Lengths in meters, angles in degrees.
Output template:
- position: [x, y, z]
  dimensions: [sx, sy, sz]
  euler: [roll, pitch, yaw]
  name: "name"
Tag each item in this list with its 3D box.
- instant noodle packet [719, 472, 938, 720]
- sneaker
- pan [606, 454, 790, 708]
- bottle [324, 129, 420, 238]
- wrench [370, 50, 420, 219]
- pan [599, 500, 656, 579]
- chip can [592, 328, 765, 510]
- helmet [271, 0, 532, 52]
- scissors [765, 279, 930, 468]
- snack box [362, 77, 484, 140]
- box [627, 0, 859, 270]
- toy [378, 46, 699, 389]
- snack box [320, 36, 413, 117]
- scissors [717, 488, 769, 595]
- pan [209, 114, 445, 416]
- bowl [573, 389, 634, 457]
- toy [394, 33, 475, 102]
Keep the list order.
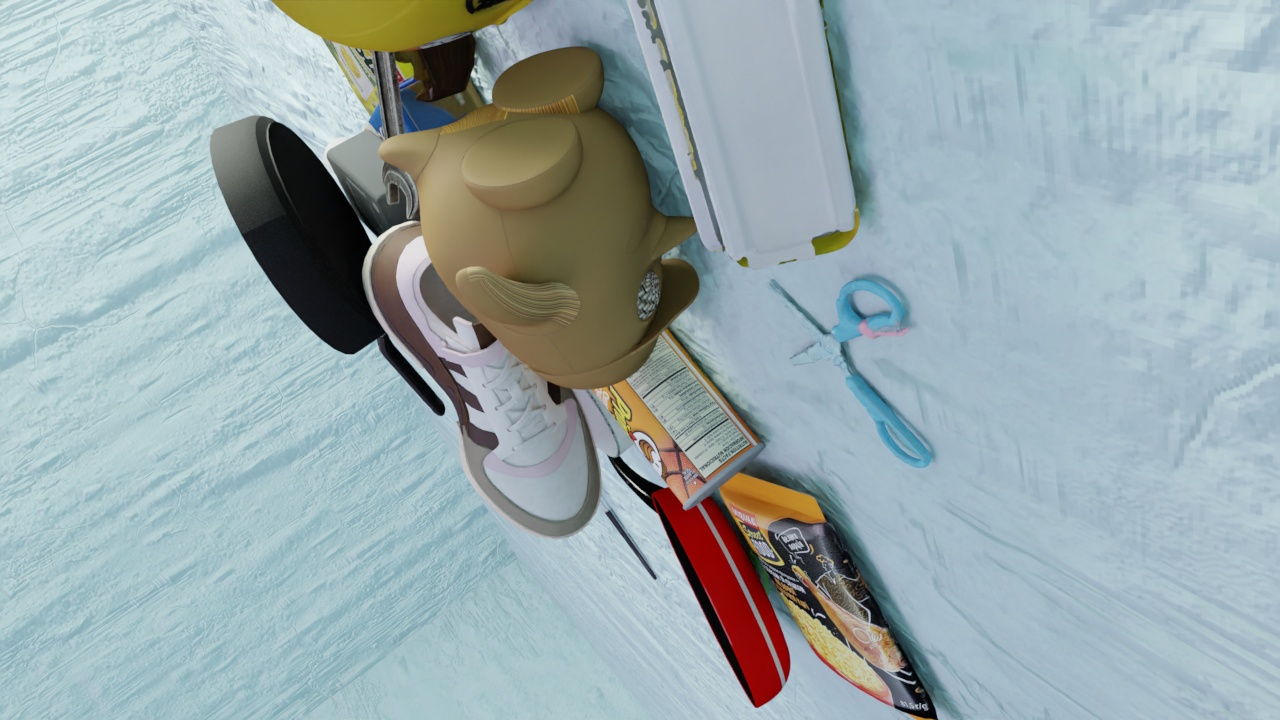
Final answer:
- position: [0.138, 0.178, 0.708]
  dimensions: [0.221, 0.032, 0.160]
  euler: [59, 162, -14]
  name: "instant noodle packet"
- position: [-0.102, 0.023, 0.712]
  dimensions: [0.294, 0.111, 0.116]
  euler: [64, 161, -17]
  name: "sneaker"
- position: [0.042, 0.166, 0.888]
  dimensions: [0.356, 0.067, 0.209]
  euler: [-121, 8, -45]
  name: "pan"
- position: [-0.232, -0.152, 0.810]
  dimensions: [0.174, 0.046, 0.084]
  euler: [40, 157, 40]
  name: "bottle"
- position: [-0.187, -0.238, 0.657]
  dimensions: [0.070, 0.010, 0.273]
  euler: [18, 119, 46]
  name: "wrench"
- position: [-0.082, 0.170, 1.310]
  dimensions: [0.356, 0.021, 0.199]
  euler: [55, 163, -2]
  name: "pan"
- position: [-0.004, 0.004, 0.687]
  dimensions: [0.215, 0.075, 0.075]
  euler: [51, 163, 13]
  name: "chip can"
- position: [-0.156, -0.262, 0.483]
  dimensions: [0.209, 0.139, 0.240]
  euler: [59, 162, -12]
  name: "helmet"
- position: [0.116, 0.004, 0.483]
  dimensions: [0.135, 0.015, 0.135]
  euler: [56, 169, 0]
  name: "scissors"
- position: [-0.174, -0.167, 0.830]
  dimensions: [0.155, 0.069, 0.203]
  euler: [59, 162, -14]
  name: "snack box"
- position: [0.041, -0.138, 0.369]
  dimensions: [0.080, 0.079, 0.210]
  euler: [0, 132, 27]
  name: "box"
- position: [-0.042, -0.065, 0.564]
  dimensions: [0.163, 0.198, 0.203]
  euler: [-5, 138, 17]
  name: "toy"
- position: [-0.257, -0.292, 0.857]
  dimensions: [0.121, 0.045, 0.181]
  euler: [59, 162, -12]
  name: "snack box"
- position: [0.102, 0.171, 0.824]
  dimensions: [0.170, 0.028, 0.139]
  euler: [62, 164, -9]
  name: "scissors"
- position: [-0.244, -0.059, 0.801]
  dimensions: [0.204, 0.044, 0.356]
  euler: [64, -179, 41]
  name: "pan"
- position: [-0.031, 0.024, 0.819]
  dimensions: [0.113, 0.063, 0.114]
  euler: [48, 161, 22]
  name: "bowl"
- position: [-0.155, -0.242, 0.669]
  dimensions: [0.076, 0.062, 0.100]
  euler: [-105, 2, -77]
  name: "toy"
